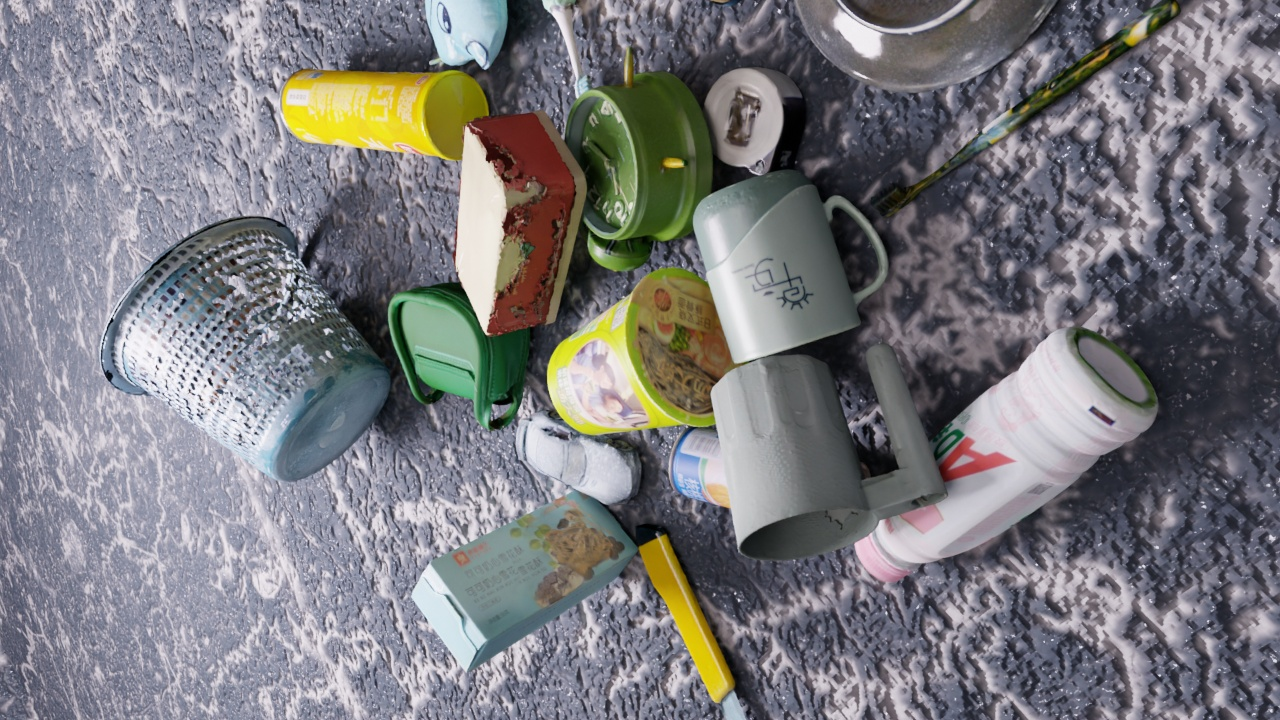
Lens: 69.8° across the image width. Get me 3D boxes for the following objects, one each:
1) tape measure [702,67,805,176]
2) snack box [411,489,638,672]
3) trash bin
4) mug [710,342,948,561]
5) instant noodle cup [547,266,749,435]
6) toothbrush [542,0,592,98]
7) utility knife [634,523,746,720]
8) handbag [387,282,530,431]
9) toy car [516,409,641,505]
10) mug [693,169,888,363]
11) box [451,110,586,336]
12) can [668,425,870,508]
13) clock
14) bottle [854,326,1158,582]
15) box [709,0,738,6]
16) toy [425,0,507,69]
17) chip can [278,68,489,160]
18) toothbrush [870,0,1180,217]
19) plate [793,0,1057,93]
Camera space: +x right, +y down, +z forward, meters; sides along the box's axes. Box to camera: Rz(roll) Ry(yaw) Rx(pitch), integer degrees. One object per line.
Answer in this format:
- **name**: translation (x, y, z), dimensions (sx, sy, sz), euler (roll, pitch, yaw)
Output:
- **tape measure**: translation (0.073, -0.158, 0.603), dimensions (0.066, 0.033, 0.066), euler (26, 117, 30)
- **snack box**: translation (-0.087, 0.167, 0.725), dimensions (0.074, 0.174, 0.052), euler (48, 129, 19)
- **trash bin**: translation (-0.366, 0.005, 0.905), dimensions (0.195, 0.225, 0.227), euler (40, 124, 10)
- **mug**: translation (0.108, 0.052, 0.551), dimensions (0.124, 0.083, 0.103), euler (-22, 57, 20)
- **instant noodle cup**: translation (-0.004, 0.004, 0.666), dimensions (0.124, 0.111, 0.111), euler (-20, 88, 48)
- **toothbrush**: translation (-0.068, -0.297, 0.685), dimensions (0.027, 0.026, 0.224), euler (-10, 96, 60)
- **utility knife**: translation (0.048, 0.227, 0.733), dimensions (0.033, 0.015, 0.215), euler (-33, 77, 39)
- **handbag**: translation (-0.160, -0.007, 0.809), dimensions (0.131, 0.067, 0.120), euler (12, 110, 37)
- **toy car**: translation (-0.053, 0.081, 0.767), dimensions (0.121, 0.036, 0.054), euler (20, 113, 31)
- **mug**: translation (0.097, -0.065, 0.584), dimensions (0.112, 0.082, 0.106), euler (-17, 89, 10)
- **box**: translation (-0.103, -0.096, 0.692), dimensions (0.091, 0.076, 0.169), euler (60, 152, 26)
- **can**: translation (0.088, 0.082, 0.639), dimensions (0.135, 0.053, 0.053), euler (9, 107, 37)
- **clock**: translation (-0.012, -0.131, 0.648), dimensions (0.116, 0.056, 0.162), euler (67, 150, 16)
- **bottle**: translation (0.200, 0.066, 0.537), dimensions (0.068, 0.068, 0.197), euler (51, 130, 18)
- **box**: translation (0.004, -0.300, 0.607), dimensions (0.184, 0.061, 0.090), euler (35, 122, 25)
- **toy**: translation (-0.138, -0.309, 0.726), dimensions (0.157, 0.049, 0.161), euler (-53, 55, 39)
- **chip can**: translation (-0.231, -0.220, 0.809), dimensions (0.214, 0.071, 0.072), euler (14, 110, 36)
- **toothbrush**: translation (0.205, -0.136, 0.511), dimensions (0.186, 0.017, 0.012), euler (-36, 41, 39)
- **plate**: translation (0.157, -0.244, 0.518), dimensions (0.180, 0.024, 0.179), euler (11, 109, 36)
